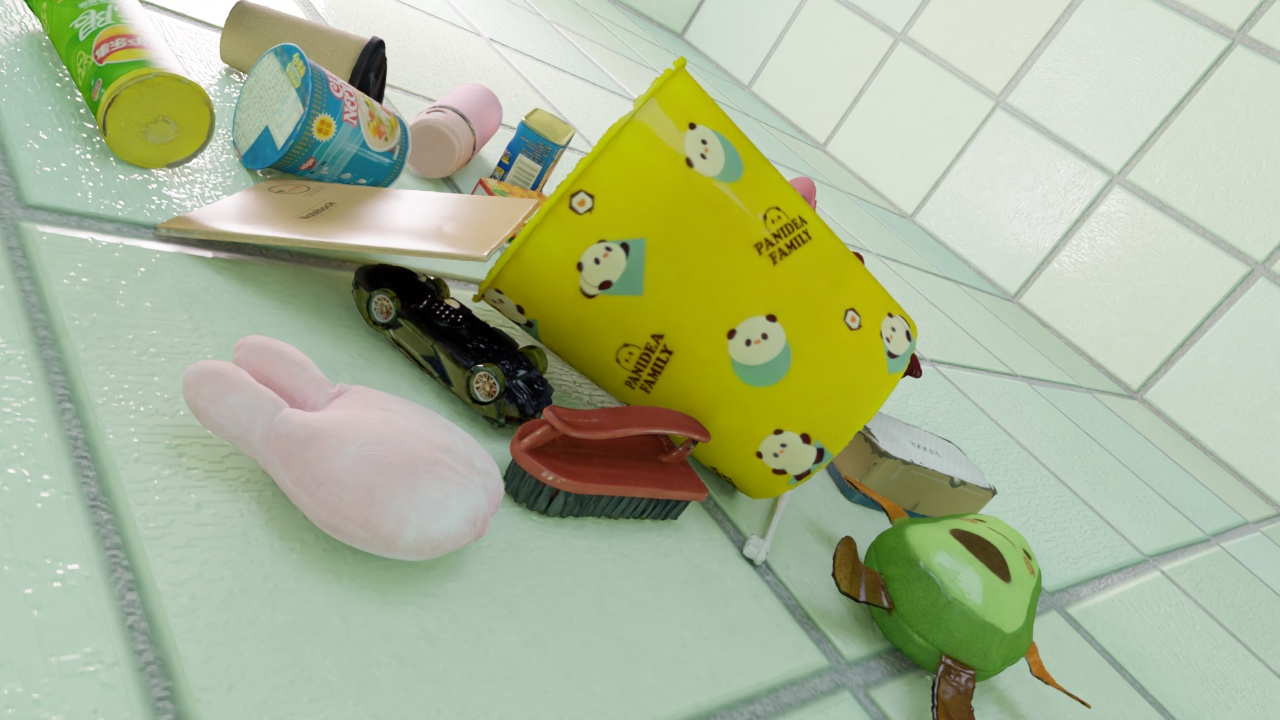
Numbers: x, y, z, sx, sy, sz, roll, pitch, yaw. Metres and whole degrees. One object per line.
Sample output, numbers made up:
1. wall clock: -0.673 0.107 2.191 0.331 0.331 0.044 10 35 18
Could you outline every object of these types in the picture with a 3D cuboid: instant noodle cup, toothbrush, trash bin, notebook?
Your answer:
1. instant noodle cup: -0.247 -0.182 0.728 0.109 0.099 0.099 14 29 -54
2. toothbrush: 0.105 0.111 0.708 0.016 0.016 0.179 31 23 8
3. trash bin: 0.047 -0.048 0.678 0.255 0.230 0.229 41 22 -7
4. notebook: -0.185 -0.097 0.614 0.208 0.008 0.147 6 23 5

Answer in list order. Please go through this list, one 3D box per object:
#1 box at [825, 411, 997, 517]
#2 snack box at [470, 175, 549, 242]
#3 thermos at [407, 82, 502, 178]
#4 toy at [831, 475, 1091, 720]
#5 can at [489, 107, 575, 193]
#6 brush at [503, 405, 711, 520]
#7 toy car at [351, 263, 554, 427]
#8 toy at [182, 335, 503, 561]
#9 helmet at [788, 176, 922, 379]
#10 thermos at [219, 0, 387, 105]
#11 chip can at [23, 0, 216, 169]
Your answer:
1. box: 0.246 0.101 0.865 0.184 0.061 0.089 19 26 -28
2. snack box: -0.090 -0.138 0.927 0.155 0.027 0.077 8 35 -47
3. thermos: -0.200 -0.236 0.938 0.087 0.067 0.198 1 26 3
4. toy: 0.228 0.168 0.667 0.227 0.090 0.246 50 30 19
5. can: -0.115 -0.216 0.973 0.057 0.083 0.102 31 23 -9
6. brush: -0.019 0.059 0.573 0.145 0.069 0.063 10 31 -44
7. toy car: -0.125 -0.013 0.608 0.158 0.042 0.070 38 23 12
8. toy: -0.143 0.042 0.459 0.159 0.054 0.121 33 15 -4
9. helmet: 0.168 -0.052 0.950 0.240 0.144 0.207 60 5 16
10. thermos: -0.301 -0.270 0.837 0.143 0.093 0.093 21 25 -10
11. chip can: -0.376 -0.224 0.652 0.072 0.073 0.221 3 38 -51
